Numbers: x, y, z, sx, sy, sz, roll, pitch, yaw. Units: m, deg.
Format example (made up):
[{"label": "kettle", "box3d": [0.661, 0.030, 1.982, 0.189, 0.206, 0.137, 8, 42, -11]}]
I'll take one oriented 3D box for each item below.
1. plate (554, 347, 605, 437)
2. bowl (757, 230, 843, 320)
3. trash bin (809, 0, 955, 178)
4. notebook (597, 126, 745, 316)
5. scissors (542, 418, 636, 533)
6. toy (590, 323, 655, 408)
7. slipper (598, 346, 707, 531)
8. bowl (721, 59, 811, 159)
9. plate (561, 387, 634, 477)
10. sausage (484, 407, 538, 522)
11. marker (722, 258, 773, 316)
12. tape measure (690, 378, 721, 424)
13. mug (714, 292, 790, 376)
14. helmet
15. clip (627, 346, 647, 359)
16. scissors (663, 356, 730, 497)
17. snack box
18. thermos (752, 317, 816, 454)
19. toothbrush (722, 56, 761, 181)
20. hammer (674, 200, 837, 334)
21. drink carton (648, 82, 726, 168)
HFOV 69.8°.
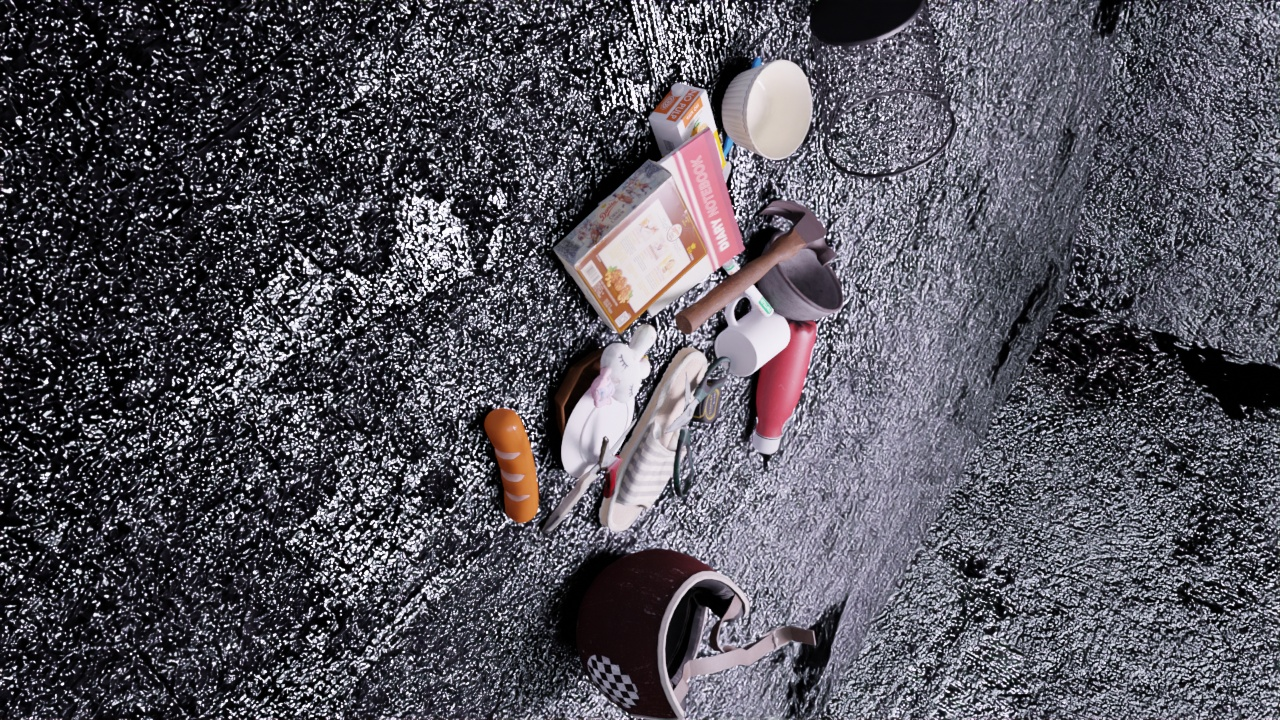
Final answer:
[{"label": "plate", "box3d": [-0.060, 0.043, 1.094, 0.131, 0.025, 0.131, -36, 138, -40]}, {"label": "bowl", "box3d": [0.222, -0.112, 1.341, 0.067, 0.145, 0.144, -42, 165, 36]}, {"label": "trash bin", "box3d": [0.321, -0.389, 1.244, 0.183, 0.184, 0.210, -53, 141, -20]}, {"label": "notebook", "box3d": [0.044, -0.156, 1.078, 0.153, 0.012, 0.209, -36, 144, -7]}, {"label": "scissors", "box3d": [-0.058, 0.147, 1.119, 0.179, 0.015, 0.198, -42, 160, -3]}, {"label": "toy", "box3d": [-0.019, 0.013, 1.069, 0.122, 0.038, 0.079, -44, 139, -41]}, {"label": "slipper", "box3d": [0.026, 0.111, 1.254, 0.272, 0.054, 0.114, -64, 154, -4]}, {"label": "bowl", "box3d": [0.148, -0.306, 1.117, 0.115, 0.062, 0.115, -14, 113, -37]}, {"label": "plate", "box3d": [-0.046, 0.082, 1.103, 0.134, 0.011, 0.135, -36, 138, -40]}, {"label": "sausage", "box3d": [-0.139, 0.116, 1.010, 0.044, 0.039, 0.164, -38, 140, -33]}, {"label": "marker", "box3d": [0.143, -0.108, 1.272, 0.145, 0.017, 0.017, 44, 72, -39]}, {"label": "tape measure", "box3d": [0.092, 0.061, 1.333, 0.061, 0.034, 0.062, -15, 114, -57]}, {"label": "mug", "box3d": [0.158, -0.045, 1.337, 0.090, 0.074, 0.110, -34, 111, -42]}, {"label": "helmet", "box3d": [0.043, 0.372, 1.256, 0.232, 0.254, 0.234, -48, 121, -36]}, {"label": "clip", "box3d": [-0.009, 0.007, 1.157, 0.046, 0.048, 0.054, 2, 115, -13]}, {"label": "scissors", "box3d": [0.077, 0.089, 1.268, 0.201, 0.015, 0.205, -35, 134, -52]}, {"label": "snack box", "box3d": [-0.006, -0.122, 1.012, 0.147, 0.041, 0.143, -43, 145, -6]}, {"label": "thermos", "box3d": [0.225, 0.043, 1.488, 0.073, 0.073, 0.240, -22, 129, -49]}, {"label": "toothbrush", "box3d": [0.123, -0.297, 1.151, 0.016, 0.014, 0.167, 8, 103, -58]}, {"label": "hammer", "box3d": [0.150, -0.121, 1.218, 0.321, 0.115, 0.033, -38, 178, -39]}, {"label": "drink carton", "box3d": [0.055, -0.253, 1.050, 0.058, 0.040, 0.122, -54, 147, -19]}]
